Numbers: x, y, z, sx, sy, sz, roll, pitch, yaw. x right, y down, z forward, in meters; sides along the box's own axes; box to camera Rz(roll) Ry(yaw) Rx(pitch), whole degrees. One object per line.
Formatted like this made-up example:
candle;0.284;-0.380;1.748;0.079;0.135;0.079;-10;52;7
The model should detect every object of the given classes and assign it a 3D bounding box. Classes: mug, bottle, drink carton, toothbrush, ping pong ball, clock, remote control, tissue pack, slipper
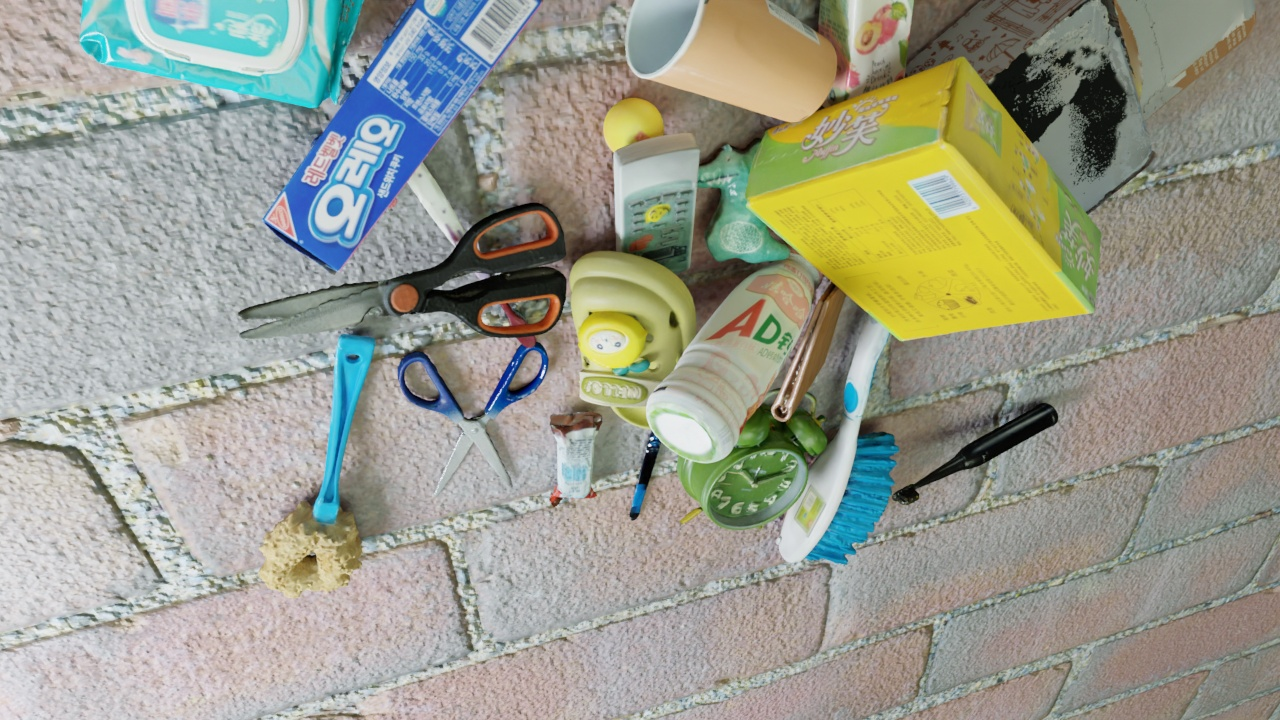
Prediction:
mug;0.062;-0.199;0.582;0.122;0.078;0.078;10;122;-34
bottle;0.079;-0.016;0.677;0.196;0.068;0.068;-53;140;-31
drink carton;0.148;-0.228;0.607;0.053;0.045;0.123;-22;134;-17
toothbrush;0.335;0.095;0.917;0.212;0.027;0.026;-24;127;-22
ping pong ball;-0.004;-0.153;0.609;0.040;0.040;0.040;-11;129;-14
toothbrush;0.011;0.077;0.814;0.014;0.016;0.190;2;127;-17
clock;0.103;0.087;0.831;0.116;0.056;0.162;8;122;-28
remote control;0.010;-0.102;0.640;0.056;0.019;0.135;-14;151;-10
tissue pack;-0.217;-0.193;0.486;0.133;0.050;0.093;5;123;-25
toothbrush;-0.119;-0.077;0.642;0.016;0.017;0.188;-27;129;4
slipper;-0.004;0.004;0.689;0.092;0.081;0.191;4;141;16

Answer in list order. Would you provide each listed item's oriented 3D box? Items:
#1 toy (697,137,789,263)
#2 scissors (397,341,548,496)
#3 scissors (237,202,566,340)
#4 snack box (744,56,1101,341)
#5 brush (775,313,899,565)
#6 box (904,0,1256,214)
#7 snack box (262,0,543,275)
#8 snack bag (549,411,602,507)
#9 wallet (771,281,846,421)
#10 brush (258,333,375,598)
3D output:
toy;0.067;-0.116;0.670;0.096;0.030;0.092;-1;107;-12
scissors;-0.132;0.044;0.733;0.175;0.012;0.162;-40;131;13
scissors;-0.146;-0.060;0.601;0.234;0.022;0.148;11;100;-40
snack box;0.200;-0.098;0.642;0.210;0.070;0.158;32;153;-35
brush;0.202;0.074;0.857;0.109;0.060;0.315;2;122;-31
box;0.336;-0.223;0.674;0.260;0.082;0.177;-40;130;6
snack box;-0.140;-0.148;0.539;0.057;0.058;0.208;36;108;-21
snack bag;-0.056;0.086;0.786;0.045;0.026;0.105;-2;126;-9
wallet;0.144;-0.019;0.746;0.020;0.101;0.115;24;122;14
brush;-0.241;0.087;0.710;0.083;0.045;0.255;9;119;-23
